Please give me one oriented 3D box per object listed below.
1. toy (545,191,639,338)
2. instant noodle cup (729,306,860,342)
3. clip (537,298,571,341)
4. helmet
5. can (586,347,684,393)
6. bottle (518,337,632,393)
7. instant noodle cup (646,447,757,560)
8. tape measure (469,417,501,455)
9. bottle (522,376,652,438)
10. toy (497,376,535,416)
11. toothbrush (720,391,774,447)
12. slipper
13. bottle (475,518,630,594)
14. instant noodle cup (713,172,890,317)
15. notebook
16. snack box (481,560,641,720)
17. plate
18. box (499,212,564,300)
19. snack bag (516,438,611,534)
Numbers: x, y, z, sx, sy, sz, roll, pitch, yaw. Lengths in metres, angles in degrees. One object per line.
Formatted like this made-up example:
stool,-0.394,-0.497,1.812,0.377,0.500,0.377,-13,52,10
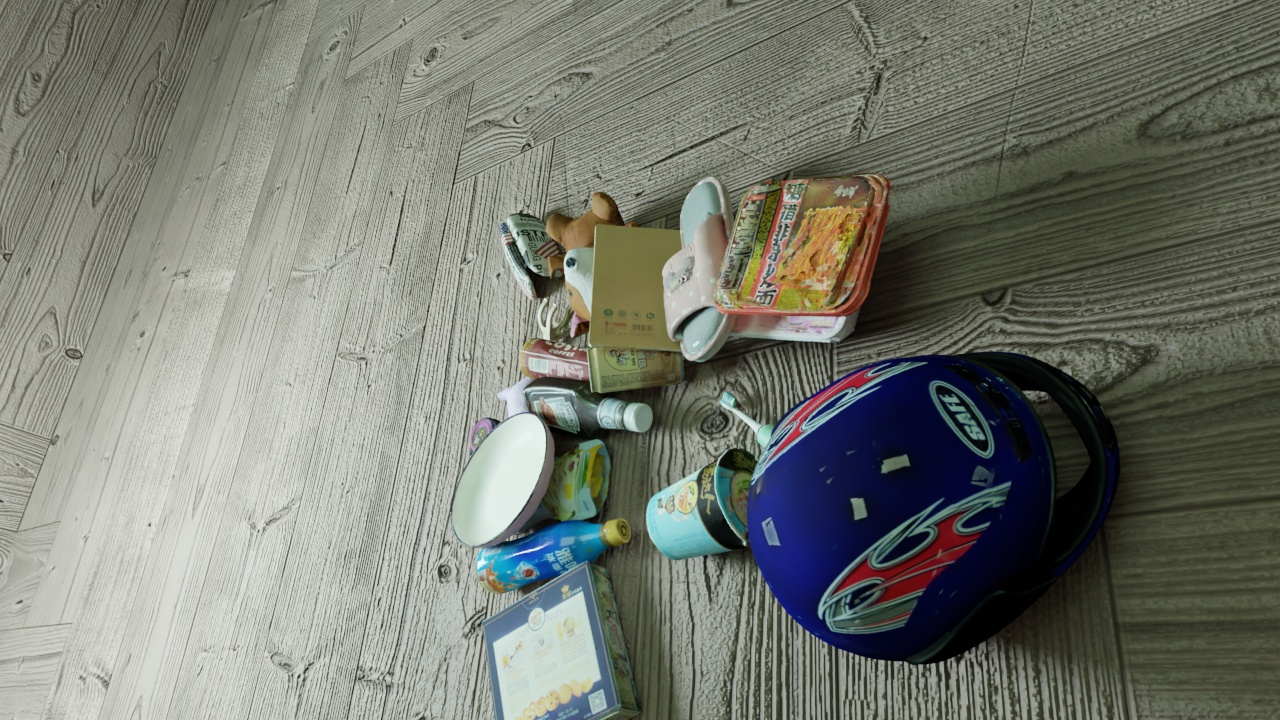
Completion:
toy,-0.062,-0.133,1.268,0.140,0.130,0.199,-22,64,28
instant noodle cup,0.185,-0.079,1.064,0.174,0.060,0.137,6,71,41
clip,-0.133,-0.045,1.313,0.102,0.094,0.035,-50,44,-8
helmet,0.238,0.108,0.773,0.316,0.240,0.247,-39,58,15
can,-0.007,0.007,1.143,0.116,0.059,0.058,-7,55,-4
bottle,-0.083,0.009,1.237,0.175,0.057,0.057,11,74,35
instant noodle cup,0.073,0.166,0.997,0.121,0.111,0.111,-28,51,36
tape measure,-0.215,0.112,1.314,0.058,0.039,0.057,-20,55,37
bottle,-0.068,0.064,1.189,0.195,0.080,0.043,5,33,41
toy,-0.168,0.071,1.295,0.084,0.039,0.107,-29,53,25
toothbrush,0.158,0.096,1.013,0.224,0.026,0.027,39,119,46
slipper,0.070,-0.121,1.121,0.114,0.054,0.273,-37,40,44
bottle,-0.107,0.236,1.135,0.219,0.065,0.065,-22,54,29
instant noodle cup,0.182,-0.114,0.987,0.189,0.079,0.164,4,70,43
notebook,0.011,-0.095,1.173,0.148,0.008,0.207,3,52,-4
snack box,-0.099,0.356,1.075,0.178,0.045,0.182,-34,49,22
plate,-0.174,0.161,1.203,0.193,0.039,0.192,-32,39,31
box,-0.179,-0.160,1.428,0.088,0.076,0.162,-59,42,33
snack bag,-0.122,0.169,1.206,0.191,0.038,0.110,-18,60,36
